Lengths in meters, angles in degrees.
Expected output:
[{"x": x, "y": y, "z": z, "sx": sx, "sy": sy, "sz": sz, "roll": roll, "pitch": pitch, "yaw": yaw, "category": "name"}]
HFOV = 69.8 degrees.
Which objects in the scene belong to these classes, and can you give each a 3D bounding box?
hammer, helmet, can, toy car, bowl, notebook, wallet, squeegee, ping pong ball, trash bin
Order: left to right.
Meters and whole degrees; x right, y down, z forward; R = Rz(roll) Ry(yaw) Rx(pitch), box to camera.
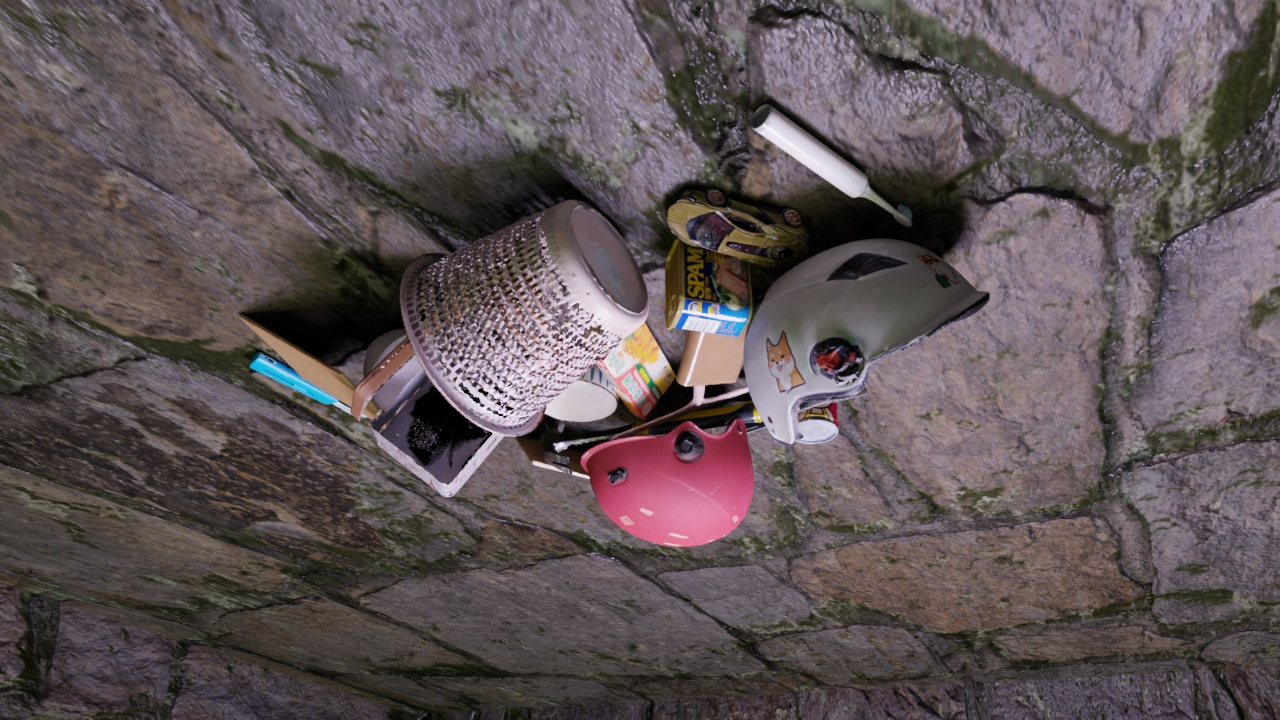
[{"x": -0.415, "y": 0.018, "z": 1.193, "sx": 0.212, "sy": 0.012, "sz": 0.149, "roll": 24, "pitch": 158, "yaw": 31, "category": "notebook"}, {"x": -0.319, "y": 0.002, "z": 1.195, "sx": 0.065, "sy": 0.118, "sz": 0.118, "roll": 31, "pitch": 163, "yaw": 32, "category": "bowl"}, {"x": -0.107, "y": -0.060, "z": 0.975, "sx": 0.192, "sy": 0.227, "sz": 0.227, "roll": -30, "pitch": 137, "yaw": 24, "category": "trash bin"}, {"x": -0.085, "y": 0.028, "z": 1.226, "sx": 0.116, "sy": 0.066, "sz": 0.117, "roll": 3, "pitch": 148, "yaw": 2, "category": "bowl"}, {"x": -0.086, "y": 0.159, "z": 1.407, "sx": 0.207, "sy": 0.008, "sz": 0.148, "roll": 18, "pitch": -174, "yaw": -22, "category": "notebook"}, {"x": -0.050, "y": -0.028, "z": 1.157, "sx": 0.040, "sy": 0.040, "sz": 0.040, "roll": 2, "pitch": 148, "yaw": 1, "category": "ping pong ball"}, {"x": 0.012, "y": 0.098, "z": 1.308, "sx": 0.323, "sy": 0.126, "sz": 0.032, "roll": -9, "pitch": 119, "yaw": 8, "category": "hammer"}, {"x": 0.046, "y": 0.177, "z": 1.234, "sx": 0.239, "sy": 0.143, "sz": 0.208, "roll": -1, "pitch": 154, "yaw": -27, "category": "helmet"}, {"x": 0.066, "y": -0.007, "z": 1.138, "sx": 0.247, "sy": 0.040, "sz": 0.250, "roll": -20, "pitch": 136, "yaw": -12, "category": "squeegee"}, {"x": 0.074, "y": -0.079, "z": 1.008, "sx": 0.083, "sy": 0.102, "sz": 0.057, "roll": 7, "pitch": 148, "yaw": -12, "category": "can"}, {"x": 0.094, "y": -0.024, "z": 1.095, "sx": 0.090, "sy": 0.033, "sz": 0.115, "roll": -5, "pitch": 124, "yaw": -29, "category": "wallet"}, {"x": 0.102, "y": -0.137, "z": 0.970, "sx": 0.158, "sy": 0.042, "sz": 0.070, "roll": 14, "pitch": 146, "yaw": -11, "category": "toy car"}, {"x": 0.226, "y": 0.054, "z": 1.212, "sx": 0.066, "sy": 0.093, "sz": 0.067, "roll": 2, "pitch": 148, "yaw": 1, "category": "can"}, {"x": 0.215, "y": -0.042, "z": 0.985, "sx": 0.229, "sy": 0.157, "sz": 0.275, "roll": -26, "pitch": 166, "yaw": -46, "category": "helmet"}]

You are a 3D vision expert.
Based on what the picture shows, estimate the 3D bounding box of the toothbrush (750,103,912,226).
[{"x": 0.195, "y": -0.184, "z": 0.896, "sx": 0.221, "sy": 0.026, "sz": 0.027, "roll": 25, "pitch": 168, "yaw": -31, "category": "toothbrush"}]

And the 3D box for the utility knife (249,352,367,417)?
[{"x": -0.478, "y": 0.042, "z": 1.333, "sx": 0.034, "sy": 0.018, "sz": 0.204, "roll": -18, "pitch": 144, "yaw": 29, "category": "utility knife"}]

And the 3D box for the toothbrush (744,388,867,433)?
[{"x": 0.222, "y": 0.069, "z": 1.300, "sx": 0.213, "sy": 0.026, "sz": 0.027, "roll": -22, "pitch": 128, "yaw": 34, "category": "toothbrush"}]

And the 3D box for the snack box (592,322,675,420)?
[{"x": -0.007, "y": 0.007, "z": 1.177, "sx": 0.027, "sy": 0.077, "sz": 0.156, "roll": 28, "pitch": 162, "yaw": 33, "category": "snack box"}]

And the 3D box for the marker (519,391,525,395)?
[{"x": -0.204, "y": 0.057, "z": 1.328, "sx": 0.132, "sy": 0.020, "sz": 0.022, "roll": -8, "pitch": 130, "yaw": 17, "category": "marker"}]

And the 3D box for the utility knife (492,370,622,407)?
[{"x": -0.121, "y": 0.042, "z": 1.296, "sx": 0.206, "sy": 0.021, "sz": 0.031, "roll": 14, "pitch": 144, "yaw": -28, "category": "utility knife"}]

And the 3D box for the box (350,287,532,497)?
[{"x": -0.232, "y": 0.034, "z": 1.101, "sx": 0.157, "sy": 0.182, "sz": 0.194, "roll": 37, "pitch": 157, "yaw": 4, "category": "box"}]
